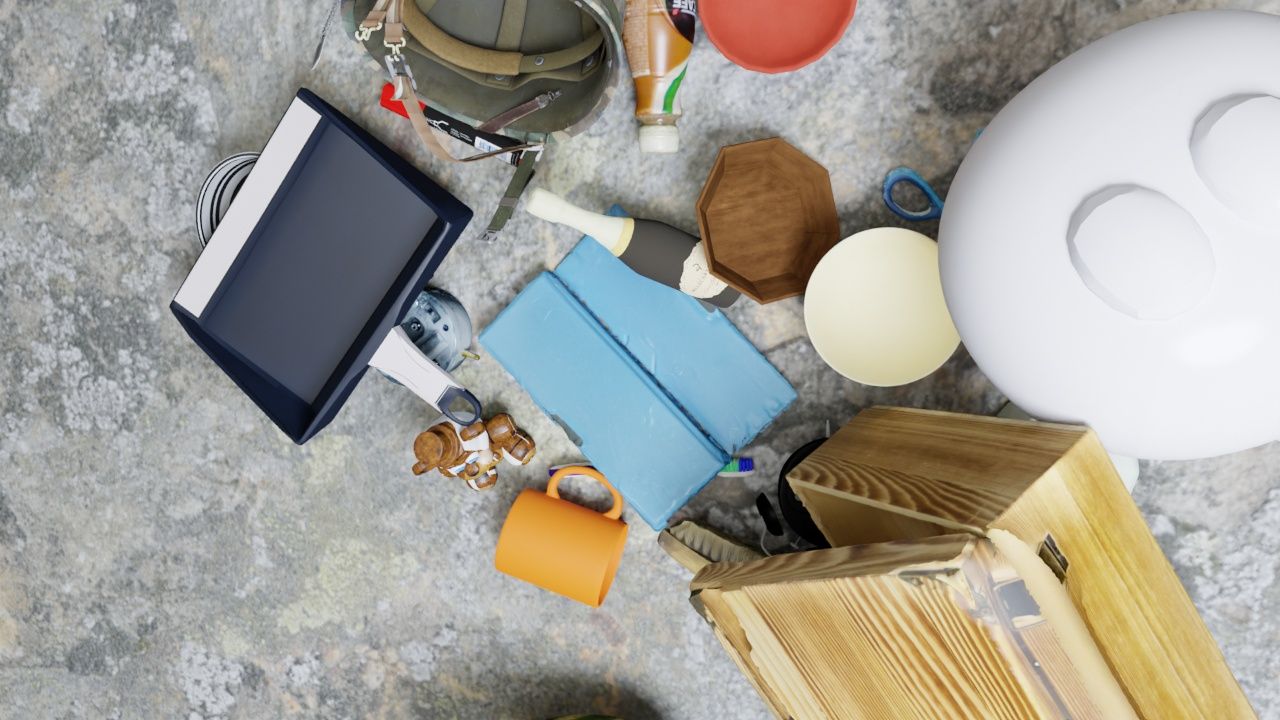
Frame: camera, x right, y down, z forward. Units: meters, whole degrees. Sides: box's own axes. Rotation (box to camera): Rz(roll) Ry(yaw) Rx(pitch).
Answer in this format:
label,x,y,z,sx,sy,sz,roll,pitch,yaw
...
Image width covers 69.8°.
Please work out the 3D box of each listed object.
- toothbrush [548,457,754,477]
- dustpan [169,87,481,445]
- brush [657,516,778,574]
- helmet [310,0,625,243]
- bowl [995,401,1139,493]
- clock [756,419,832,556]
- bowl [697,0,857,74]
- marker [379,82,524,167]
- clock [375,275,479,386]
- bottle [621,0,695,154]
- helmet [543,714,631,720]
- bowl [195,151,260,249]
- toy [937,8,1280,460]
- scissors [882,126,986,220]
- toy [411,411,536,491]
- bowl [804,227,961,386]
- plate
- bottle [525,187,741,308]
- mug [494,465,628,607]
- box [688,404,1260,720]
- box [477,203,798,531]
label,x,y,z,sx,sy,sz,roll,pitch,yaw
toothbrush,0.007,0.096,0.811,0.187,0.015,0.016,-2,98,14
dustpan,-0.237,-0.043,0.750,0.273,0.080,0.237,36,105,-7
brush,0.106,0.186,0.782,0.195,0.059,0.043,26,93,10
helmet,-0.120,-0.238,0.684,0.225,0.192,0.235,-9,61,22
bowl,0.328,0.082,0.710,0.117,0.061,0.117,2,99,13
clock,0.147,0.117,0.752,0.091,0.042,0.120,32,89,-1
bowl,0.107,-0.283,0.709,0.122,0.035,0.122,2,100,13
marker,-0.157,-0.201,0.792,0.145,0.021,0.023,27,97,7
clock,-0.205,-0.034,0.817,0.090,0.052,0.129,-36,91,16
bottle,0.014,-0.249,0.724,0.059,0.059,0.167,2,100,13
helmet,-0.064,0.414,0.769,0.213,0.246,0.244,61,146,14
bowl,-0.325,-0.124,0.821,0.120,0.066,0.120,2,100,13
toy,0.332,-0.065,0.574,0.263,0.280,0.265,-39,70,15
scissors,0.247,-0.113,0.721,0.127,0.012,0.137,-1,101,13
toy,-0.151,0.077,0.797,0.087,0.112,0.067,-35,79,16
bowl,0.189,-0.045,0.712,0.118,0.074,0.118,2,100,13
plate,0.096,-0.108,0.720,0.131,0.025,0.131,-1,92,-23
bottle,-0.003,-0.092,0.719,0.184,0.045,0.045,20,106,-23
mug,-0.063,0.148,0.807,0.096,0.077,0.112,18,91,9
box,0.218,0.205,0.602,0.220,0.259,0.279,-36,101,-17
box,-0.005,0.005,0.783,0.231,0.033,0.175,46,101,6
